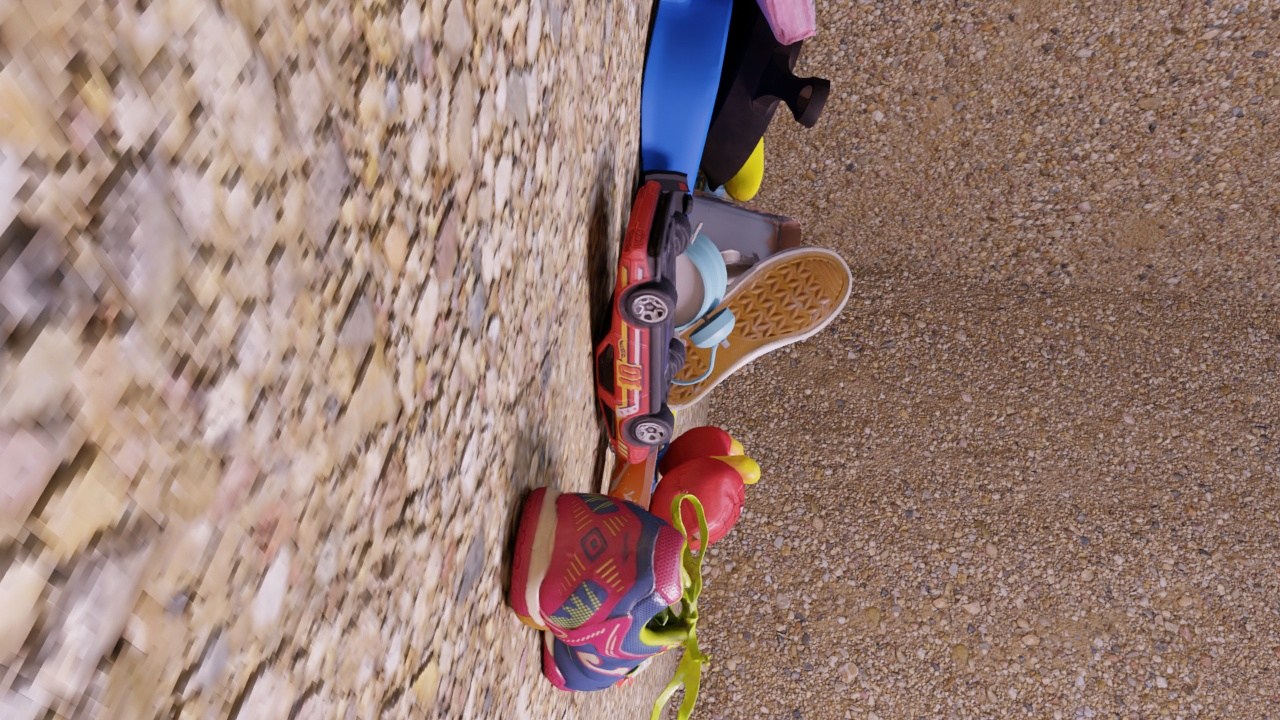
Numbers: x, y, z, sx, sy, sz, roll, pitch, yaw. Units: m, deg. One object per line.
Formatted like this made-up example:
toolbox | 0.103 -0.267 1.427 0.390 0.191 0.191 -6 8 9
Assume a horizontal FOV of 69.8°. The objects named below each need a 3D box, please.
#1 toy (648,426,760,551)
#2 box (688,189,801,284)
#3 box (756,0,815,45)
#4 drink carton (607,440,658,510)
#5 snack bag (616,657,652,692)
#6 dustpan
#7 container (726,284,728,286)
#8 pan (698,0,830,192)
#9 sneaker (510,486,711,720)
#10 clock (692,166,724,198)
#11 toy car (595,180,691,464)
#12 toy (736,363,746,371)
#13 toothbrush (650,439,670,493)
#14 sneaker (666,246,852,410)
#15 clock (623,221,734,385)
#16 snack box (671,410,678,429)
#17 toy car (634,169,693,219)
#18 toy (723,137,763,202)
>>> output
toy | 0.067 0.155 1.121 0.148 0.099 0.216 -41 -172 15
box | 0.115 -0.125 0.971 0.215 0.095 0.107 3 69 -48
box | 0.091 -0.347 0.727 0.098 0.046 0.232 59 13 -45
drink carton | -0.011 0.106 0.655 0.069 0.039 0.122 -27 -133 55
snack bag | -0.016 0.203 0.760 0.087 0.044 0.155 -85 172 -48
dustpan | 0.042 -0.264 0.713 0.258 0.059 0.245 105 -4 -58
container | 0.081 -0.072 1.062 0.063 0.114 0.061 84 1 -63
pan | 0.101 -0.260 0.820 0.355 0.043 0.249 -102 -149 -65
sneaker | -0.009 0.141 0.497 0.242 0.091 0.116 85 10 -63
clock | 0.077 -0.246 1.050 0.118 0.060 0.162 80 21 -74
toy car | 0.002 -0.019 0.590 0.190 0.056 0.081 93 5 -45
toy | 0.101 -0.070 1.167 0.133 0.076 0.176 80 -13 -77
toothbrush | 0.019 0.122 1.099 0.132 0.016 0.021 -65 160 -64
sneaker | 0.094 -0.034 0.891 0.087 0.235 0.079 58 -9 -6
clock | 0.025 -0.040 0.664 0.041 0.087 0.123 -46 133 -58
snack box | 0.041 0.008 1.126 0.152 0.025 0.075 -75 169 -53
toy car | 0.013 -0.099 0.702 0.036 0.042 0.092 -134 -133 -65
toy | 0.109 -0.214 0.969 0.095 0.041 0.094 -53 147 -65
